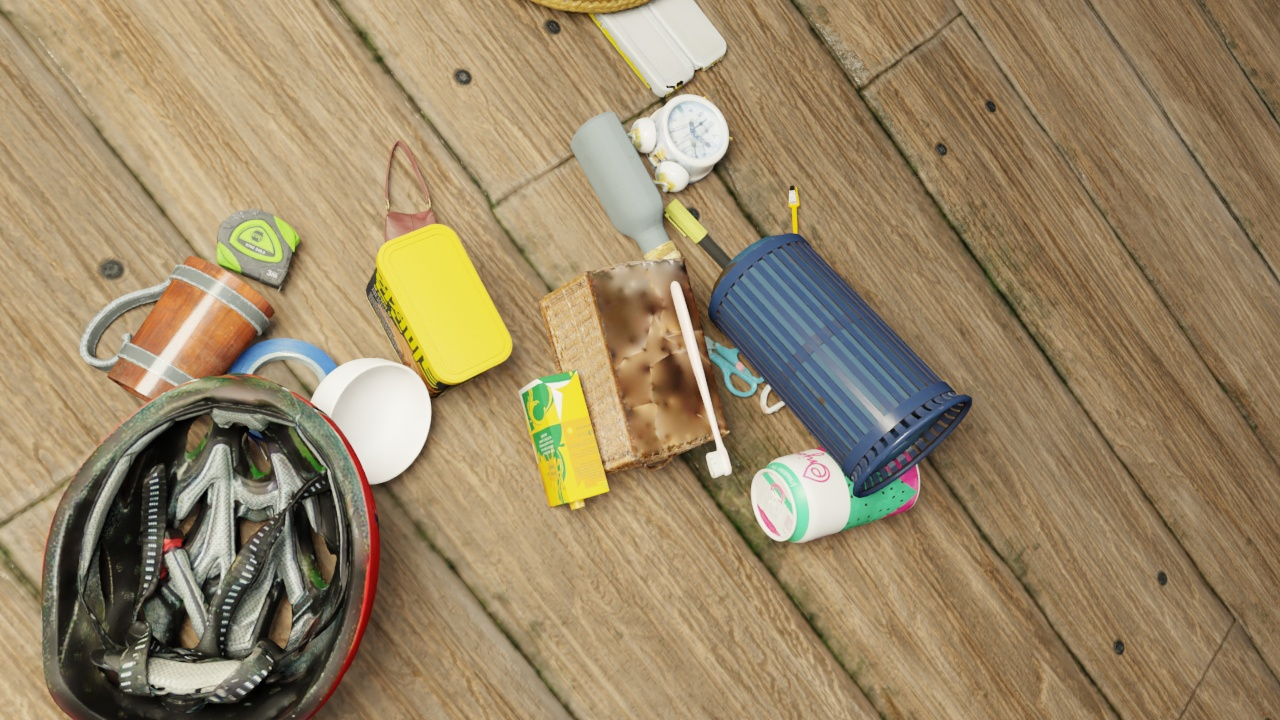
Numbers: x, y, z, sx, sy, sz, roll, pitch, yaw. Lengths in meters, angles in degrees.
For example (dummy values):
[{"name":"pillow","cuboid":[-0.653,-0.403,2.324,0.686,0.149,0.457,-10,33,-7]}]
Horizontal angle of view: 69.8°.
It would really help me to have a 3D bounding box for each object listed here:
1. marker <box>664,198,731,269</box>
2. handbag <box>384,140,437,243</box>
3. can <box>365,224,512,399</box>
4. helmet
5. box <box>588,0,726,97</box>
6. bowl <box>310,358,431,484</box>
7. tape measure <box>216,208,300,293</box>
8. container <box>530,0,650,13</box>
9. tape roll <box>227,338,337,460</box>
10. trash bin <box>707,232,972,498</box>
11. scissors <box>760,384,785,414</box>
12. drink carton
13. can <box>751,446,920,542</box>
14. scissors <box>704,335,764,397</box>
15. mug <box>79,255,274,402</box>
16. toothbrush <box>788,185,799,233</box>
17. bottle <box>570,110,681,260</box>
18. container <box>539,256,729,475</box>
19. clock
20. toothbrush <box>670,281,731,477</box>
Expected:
[{"name":"marker","cuboid":[0.073,-0.123,0.994,0.021,0.017,0.124,-44,100,7]},{"name":"handbag","cuboid":[-0.220,-0.152,0.864,0.055,0.029,0.119,-6,75,-24]},{"name":"can","cuboid":[-0.182,-0.038,0.808,0.072,0.101,0.131,-28,90,-28]},{"name":"helmet","cuboid":[-0.300,0.146,0.668,0.217,0.167,0.271,7,83,-8]},{"name":"box","cuboid":[0.000,-0.402,1.027,0.126,0.023,0.209,-43,96,-26]},{"name":"bowl","cuboid":[-0.234,0.048,0.776,0.104,0.054,0.105,-20,116,-48]},{"name":"tape measure","cuboid":[-0.331,-0.099,0.793,0.065,0.036,0.058,27,77,-20]},{"name":"container","cuboid":[-0.058,-0.526,0.918,0.306,0.197,0.306,6,72,-19]},{"name":"tape roll","cuboid":[-0.304,0.026,0.784,0.092,0.016,0.091,-33,92,-28]},{"name":"trash bin","cuboid":[0.184,-0.005,0.905,0.139,0.140,0.249,-25,62,-28]},{"name":"scissors","cuboid":[0.185,0.037,1.009,0.128,0.011,0.125,-21,86,-27]},{"name":"drink carton","cuboid":[-0.072,0.077,0.855,0.041,0.058,0.122,-12,83,-27]},{"name":"can","cuboid":[0.204,0.131,0.951,0.165,0.088,0.088,-10,82,-26]},{"name":"scissors","cuboid":[0.075,-0.011,0.973,0.137,0.015,0.056,35,64,-7]},{"name":"mug","cuboid":[-0.376,-0.023,0.737,0.117,0.081,0.111,25,70,9]},{"name":"toothbrush","cuboid":[0.176,-0.108,1.033,0.031,0.031,0.196,41,46,-62]},{"name":"bottle","cuboid":[-0.011,-0.167,0.934,0.046,0.072,0.161,-29,91,-22]},{"name":"container","cuboid":[-0.005,0.005,0.873,0.113,0.113,0.198,-13,84,-27]},{"name":"clock","cuboid":[0.039,-0.232,0.987,0.125,0.052,0.089,-37,95,-24]},{"name":"toothbrush","cuboid":[0.051,0.016,0.823,0.018,0.016,0.181,-12,85,-21]}]
